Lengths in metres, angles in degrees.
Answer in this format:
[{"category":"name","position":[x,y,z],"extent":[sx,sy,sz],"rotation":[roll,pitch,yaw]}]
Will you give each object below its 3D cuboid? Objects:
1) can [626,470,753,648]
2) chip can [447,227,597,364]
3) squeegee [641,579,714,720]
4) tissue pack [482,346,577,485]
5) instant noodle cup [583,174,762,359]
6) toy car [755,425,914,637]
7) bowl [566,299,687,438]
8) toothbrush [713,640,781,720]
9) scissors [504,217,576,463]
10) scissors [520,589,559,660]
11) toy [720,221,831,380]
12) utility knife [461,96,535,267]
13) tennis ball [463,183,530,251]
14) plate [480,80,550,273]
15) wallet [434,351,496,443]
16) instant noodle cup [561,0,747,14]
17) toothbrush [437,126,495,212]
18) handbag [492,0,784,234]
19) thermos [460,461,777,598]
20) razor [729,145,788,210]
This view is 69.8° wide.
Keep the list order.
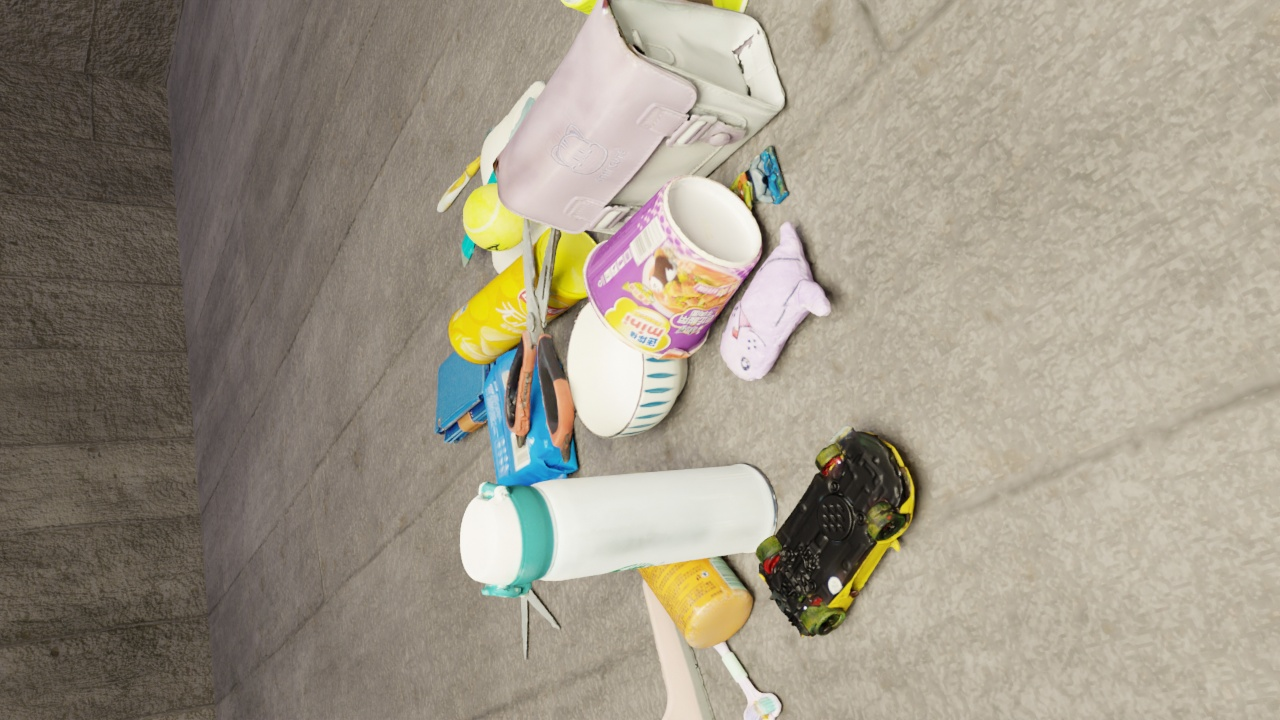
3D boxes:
[{"category":"can","position":[0.025,0.152,0.715],"extent":[0.146,0.058,0.058],"rotation":[48,127,44]},{"category":"chip can","position":[-0.118,-0.060,0.911],"extent":[0.214,0.072,0.072],"rotation":[-29,66,52]},{"category":"squeegee","position":[-0.019,0.338,0.794],"extent":[0.250,0.040,0.247],"rotation":[-47,54,45]},{"category":"tissue pack","position":[-0.109,0.058,0.912],"extent":[0.095,0.052,0.157],"rotation":[-31,65,48]},{"category":"instant noodle cup","position":[0.029,-0.073,0.668],"extent":[0.099,0.111,0.111],"rotation":[-46,53,44]},{"category":"toy car","position":[0.126,0.112,0.586],"extent":[0.071,0.041,0.156],"rotation":[53,132,41]},{"category":"bowl","position":[-0.004,0.004,0.752],"extent":[0.117,0.066,0.116],"rotation":[2,92,56]},{"category":"toothbrush","position":[0.048,0.201,0.715],"extent":[0.029,0.021,0.189],"rotation":[-36,47,-2]},{"category":"scissors","position":[-0.091,-0.012,0.807],"extent":[0.190,0.015,0.226],"rotation":[-44,56,54]},{"category":"scissors","position":[-0.126,0.226,0.968],"extent":[0.173,0.012,0.162],"rotation":[30,113,50]},{"category":"toy","position":[0.091,-0.030,0.639],"extent":[0.108,0.039,0.083],"rotation":[-56,36,38]},{"category":"utility knife","position":[-0.149,-0.180,0.944],"extent":[0.224,0.013,0.029],"rotation":[-56,46,41]},{"category":"tennis ball","position":[-0.138,-0.138,0.884],"extent":[0.066,0.065,0.065],"rotation":[-1,88,55]},{"category":"plate","position":[-0.110,-0.180,0.930],"extent":[0.164,0.034,0.164],"rotation":[-28,67,51]},{"category":"wallet","position":[-0.196,0.027,1.048],"extent":[0.133,0.040,0.106],"rotation":[-37,52,49]},{"category":"instant noodle cup","position":[0.003,-0.296,0.696],"extent":[0.112,0.123,0.111],"rotation":[0,89,55]},{"category":"toothbrush","position":[-0.205,-0.222,1.080],"extent":[0.192,0.018,0.016],"rotation":[-32,62,50]},{"category":"handbag","position":[-0.009,-0.175,0.693],"extent":[0.198,0.144,0.098],"rotation":[-37,58,49]},{"category":"thermos","position":[-0.011,0.112,0.624],"extent":[0.073,0.223,0.073],"rotation":[0,90,55]},{"category":"razor","position":[0.056,-0.111,0.706],"extent":[0.143,0.022,0.042],"rotation":[-34,61,50]}]
